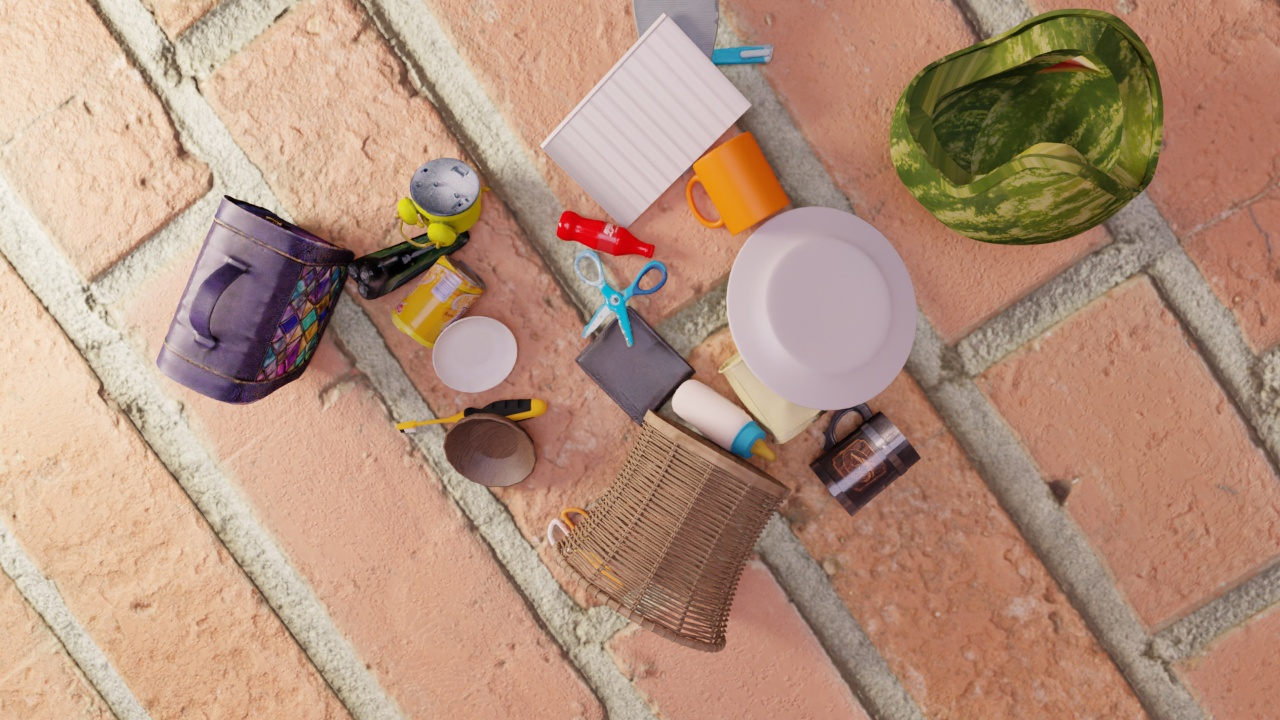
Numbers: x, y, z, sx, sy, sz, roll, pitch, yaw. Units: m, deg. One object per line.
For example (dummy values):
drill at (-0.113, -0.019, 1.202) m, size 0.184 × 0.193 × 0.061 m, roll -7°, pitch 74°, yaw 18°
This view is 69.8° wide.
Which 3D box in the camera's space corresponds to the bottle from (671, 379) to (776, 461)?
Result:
bottle at (0.104, 0.077, 1.095) m, size 0.146 × 0.051 × 0.051 m, roll 35°, pitch 98°, yaw 29°

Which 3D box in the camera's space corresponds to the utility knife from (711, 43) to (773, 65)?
utility knife at (0.067, -0.362, 1.093) m, size 0.181 × 0.015 × 0.022 m, roll -1°, pitch 92°, yaw 5°

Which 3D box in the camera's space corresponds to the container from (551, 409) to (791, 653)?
container at (0.044, 0.188, 1.058) m, size 0.227 × 0.227 × 0.196 m, roll 29°, pitch 90°, yaw 0°

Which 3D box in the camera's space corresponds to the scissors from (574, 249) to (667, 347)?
scissors at (-0.022, -0.083, 1.121) m, size 0.137 × 0.011 × 0.134 m, roll -19°, pitch 78°, yaw -3°

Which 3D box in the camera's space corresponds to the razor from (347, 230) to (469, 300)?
razor at (-0.280, -0.126, 1.118) m, size 0.151 × 0.067 × 0.054 m, roll -26°, pitch 97°, yaw -2°

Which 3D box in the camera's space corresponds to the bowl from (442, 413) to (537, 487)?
bowl at (-0.184, 0.105, 1.139) m, size 0.118 × 0.030 × 0.118 m, roll 3°, pitch 127°, yaw 4°

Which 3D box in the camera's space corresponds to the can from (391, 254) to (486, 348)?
can at (-0.246, -0.072, 1.119) m, size 0.067 × 0.067 × 0.105 m, roll 43°, pitch 97°, yaw -2°

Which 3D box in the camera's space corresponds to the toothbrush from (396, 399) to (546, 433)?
toothbrush at (-0.213, 0.071, 1.154) m, size 0.197 × 0.031 × 0.031 m, roll -8°, pitch 128°, yaw 8°

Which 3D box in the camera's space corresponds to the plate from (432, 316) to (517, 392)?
plate at (-0.206, -0.012, 1.132) m, size 0.104 × 0.026 × 0.104 m, roll -10°, pitch 121°, yaw -17°

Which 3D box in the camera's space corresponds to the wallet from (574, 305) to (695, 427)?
wallet at (-0.007, 0.007, 1.134) m, size 0.120 × 0.031 × 0.099 m, roll 44°, pitch 94°, yaw 1°

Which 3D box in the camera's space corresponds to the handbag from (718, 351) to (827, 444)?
handbag at (0.172, 0.026, 1.102) m, size 0.111 × 0.081 × 0.119 m, roll -37°, pitch 92°, yaw -1°

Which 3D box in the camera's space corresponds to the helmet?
helmet at (0.402, -0.232, 0.976) m, size 0.243 × 0.248 × 0.213 m, roll 22°, pitch 78°, yaw -40°

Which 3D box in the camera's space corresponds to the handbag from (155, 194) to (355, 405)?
handbag at (-0.445, -0.070, 1.054) m, size 0.125 × 0.222 × 0.205 m, roll 26°, pitch 98°, yaw 0°

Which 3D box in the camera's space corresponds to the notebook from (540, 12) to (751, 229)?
notebook at (0.004, -0.275, 1.075) m, size 0.142 × 0.009 × 0.210 m, roll 43°, pitch 110°, yaw -13°

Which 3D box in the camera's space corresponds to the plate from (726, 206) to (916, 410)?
plate at (0.218, -0.064, 1.072) m, size 0.242 × 0.016 × 0.242 m, roll 2°, pitch 83°, yaw -14°

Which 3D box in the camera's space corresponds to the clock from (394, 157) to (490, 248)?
clock at (-0.238, -0.185, 1.092) m, size 0.083 × 0.057 × 0.118 m, roll 34°, pitch 69°, yaw 10°

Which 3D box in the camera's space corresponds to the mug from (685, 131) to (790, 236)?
mug at (0.105, -0.200, 1.086) m, size 0.113 × 0.077 × 0.096 m, roll -28°, pitch 95°, yaw 34°

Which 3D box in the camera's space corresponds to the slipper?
slipper at (0.043, -0.351, 1.073) m, size 0.098 × 0.054 × 0.269 m, roll 1°, pitch 111°, yaw 6°

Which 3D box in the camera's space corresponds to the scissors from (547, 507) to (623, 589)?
scissors at (-0.066, 0.247, 1.172) m, size 0.064 × 0.013 × 0.128 m, roll -38°, pitch 92°, yaw 7°

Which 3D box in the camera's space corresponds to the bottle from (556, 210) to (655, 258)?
bottle at (-0.041, -0.149, 1.113) m, size 0.119 × 0.036 × 0.036 m, roll 17°, pitch 97°, yaw 1°

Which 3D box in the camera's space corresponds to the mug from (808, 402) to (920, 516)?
mug at (0.260, 0.110, 1.111) m, size 0.107 × 0.080 × 0.115 m, roll -40°, pitch 66°, yaw 6°
